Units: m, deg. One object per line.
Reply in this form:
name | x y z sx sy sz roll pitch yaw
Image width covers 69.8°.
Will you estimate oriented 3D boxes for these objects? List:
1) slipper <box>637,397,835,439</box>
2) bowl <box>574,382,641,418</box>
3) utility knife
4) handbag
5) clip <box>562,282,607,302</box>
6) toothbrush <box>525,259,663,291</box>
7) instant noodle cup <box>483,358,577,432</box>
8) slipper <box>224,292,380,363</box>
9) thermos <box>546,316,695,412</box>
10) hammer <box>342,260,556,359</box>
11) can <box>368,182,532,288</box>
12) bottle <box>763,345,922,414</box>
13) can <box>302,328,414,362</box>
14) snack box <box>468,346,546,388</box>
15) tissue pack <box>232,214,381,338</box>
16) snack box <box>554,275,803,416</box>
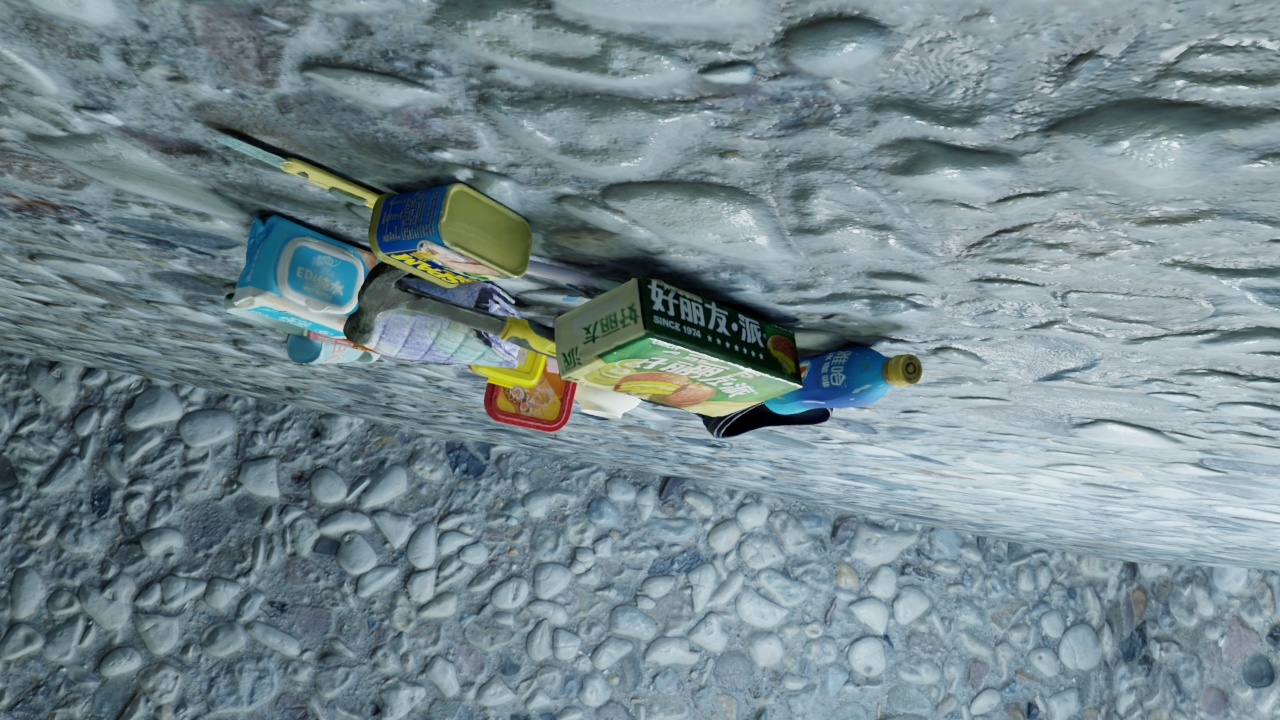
slipper | 0.109 0.054 1.114 0.253 0.095 0.105 7 150 -1
bowl | -0.051 0.045 1.317 0.116 0.066 0.116 10 169 2
utility knife | -0.238 -0.139 0.729 0.031 0.021 0.198 -9 154 44
handbag | -0.230 -0.046 1.014 0.194 0.075 0.134 4 163 21
clip | -0.047 -0.065 0.902 0.058 0.041 0.026 12 167 -15
toothbrush | -0.072 -0.081 0.841 0.189 0.021 0.029 12 131 -2
instant noodle cup | -0.150 0.030 1.248 0.116 0.116 0.124 12 180 -11
slipper | -0.467 -0.034 1.284 0.104 0.074 0.245 1 164 36
thermos | -0.006 0.006 1.037 0.198 0.087 0.067 11 150 3
hammer | -0.117 -0.028 0.915 0.323 0.031 0.126 18 128 -28
can | -0.149 -0.098 0.730 0.083 0.057 0.102 -1 164 37
bottle | 0.208 0.020 0.964 0.065 0.065 0.219 16 168 -25
can | -0.355 -0.041 1.187 0.147 0.058 0.058 14 168 -17
snack box | -0.169 -0.012 1.119 0.091 0.082 0.080 18 177 -29
tissue pack | -0.318 -0.079 0.891 0.063 0.090 0.140 -1 164 45
snack box | 0.042 -0.007 0.878 0.115 0.063 0.239 -23 153 37
